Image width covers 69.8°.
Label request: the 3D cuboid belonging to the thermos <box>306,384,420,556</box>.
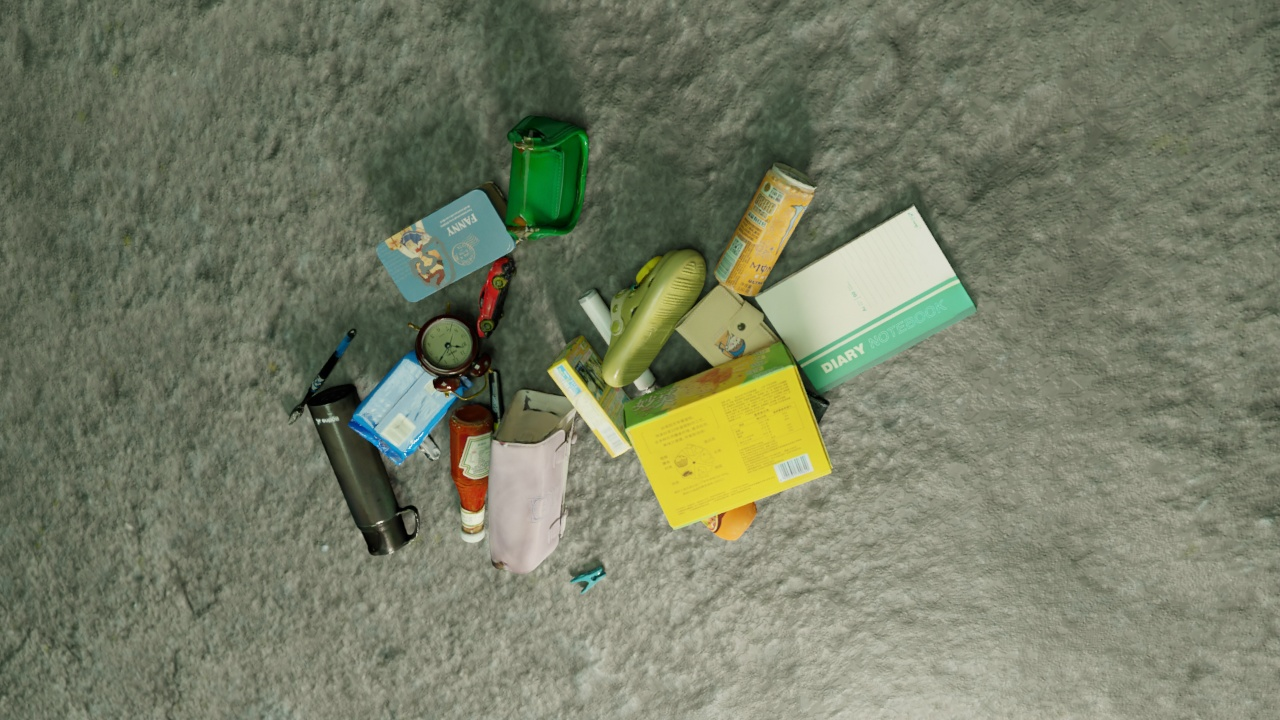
[{"bbox_3d":[-0.379,0.153,1.280,0.090,0.068,0.243,-14,111,2],"label":"thermos"}]

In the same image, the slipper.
[{"bbox_3d":[0.000,-0.058,1.090,0.081,0.091,0.191,38,106,22],"label":"slipper"}]

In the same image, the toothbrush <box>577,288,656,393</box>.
[{"bbox_3d":[-0.007,0.007,1.154,0.026,0.026,0.221,-23,107,38],"label":"toothbrush"}]

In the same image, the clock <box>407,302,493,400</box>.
[{"bbox_3d":[-0.238,-0.007,1.161,0.082,0.055,0.122,-29,90,-13],"label":"clock"}]

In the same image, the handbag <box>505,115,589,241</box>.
[{"bbox_3d":[-0.110,-0.204,1.036,0.068,0.120,0.131,14,117,12],"label":"handbag"}]

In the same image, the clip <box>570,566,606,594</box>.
[{"bbox_3d":[-0.073,0.311,1.306,0.056,0.013,0.039,-36,102,23],"label":"clip"}]

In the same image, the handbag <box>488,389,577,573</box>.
[{"bbox_3d":[-0.141,0.156,1.182,0.098,0.144,0.197,12,116,10],"label":"handbag"}]

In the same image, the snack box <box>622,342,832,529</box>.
[{"bbox_3d":[0.103,0.090,1.093,0.210,0.070,0.158,-21,113,7],"label":"snack box"}]

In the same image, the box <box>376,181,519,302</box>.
[{"bbox_3d":[-0.226,-0.147,1.119,0.185,0.059,0.090,-26,106,23],"label":"box"}]

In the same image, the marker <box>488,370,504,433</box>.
[{"bbox_3d":[-0.192,0.071,1.228,0.018,0.015,0.124,3,112,12],"label":"marker"}]

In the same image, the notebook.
[{"bbox_3d":[0.261,-0.066,1.073,0.210,0.012,0.150,-31,105,22],"label":"notebook"}]

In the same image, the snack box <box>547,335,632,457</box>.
[{"bbox_3d":[-0.053,0.043,1.146,0.034,0.086,0.140,-29,104,21],"label":"snack box"}]

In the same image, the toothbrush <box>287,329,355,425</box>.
[{"bbox_3d":[-0.440,0.025,1.263,0.014,0.016,0.190,36,115,-13],"label":"toothbrush"}]

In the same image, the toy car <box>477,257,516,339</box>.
[{"bbox_3d":[-0.183,-0.077,1.144,0.031,0.049,0.106,20,116,4],"label":"toy car"}]

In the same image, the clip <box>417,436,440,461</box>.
[{"bbox_3d":[-0.298,0.115,1.264,0.045,0.027,0.058,-16,118,36],"label":"clip"}]

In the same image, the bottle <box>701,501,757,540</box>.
[{"bbox_3d":[0.078,0.168,1.189,0.149,0.066,0.067,37,115,3],"label":"bottle"}]

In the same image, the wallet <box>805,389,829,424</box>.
[{"bbox_3d":[0.162,0.067,1.148,0.121,0.019,0.097,25,116,3],"label":"wallet"}]

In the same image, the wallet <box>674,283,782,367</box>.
[{"bbox_3d":[0.109,-0.031,1.095,0.087,0.024,0.115,-46,108,0],"label":"wallet"}]

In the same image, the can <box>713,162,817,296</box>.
[{"bbox_3d":[0.140,-0.146,1.039,0.058,0.058,0.146,27,116,0],"label":"can"}]

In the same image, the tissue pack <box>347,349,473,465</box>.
[{"bbox_3d":[-0.303,0.054,1.211,0.095,0.052,0.157,42,93,-5],"label":"tissue pack"}]

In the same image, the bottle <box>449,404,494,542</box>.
[{"bbox_3d":[-0.230,0.159,1.252,0.060,0.059,0.206,10,119,8],"label":"bottle"}]
